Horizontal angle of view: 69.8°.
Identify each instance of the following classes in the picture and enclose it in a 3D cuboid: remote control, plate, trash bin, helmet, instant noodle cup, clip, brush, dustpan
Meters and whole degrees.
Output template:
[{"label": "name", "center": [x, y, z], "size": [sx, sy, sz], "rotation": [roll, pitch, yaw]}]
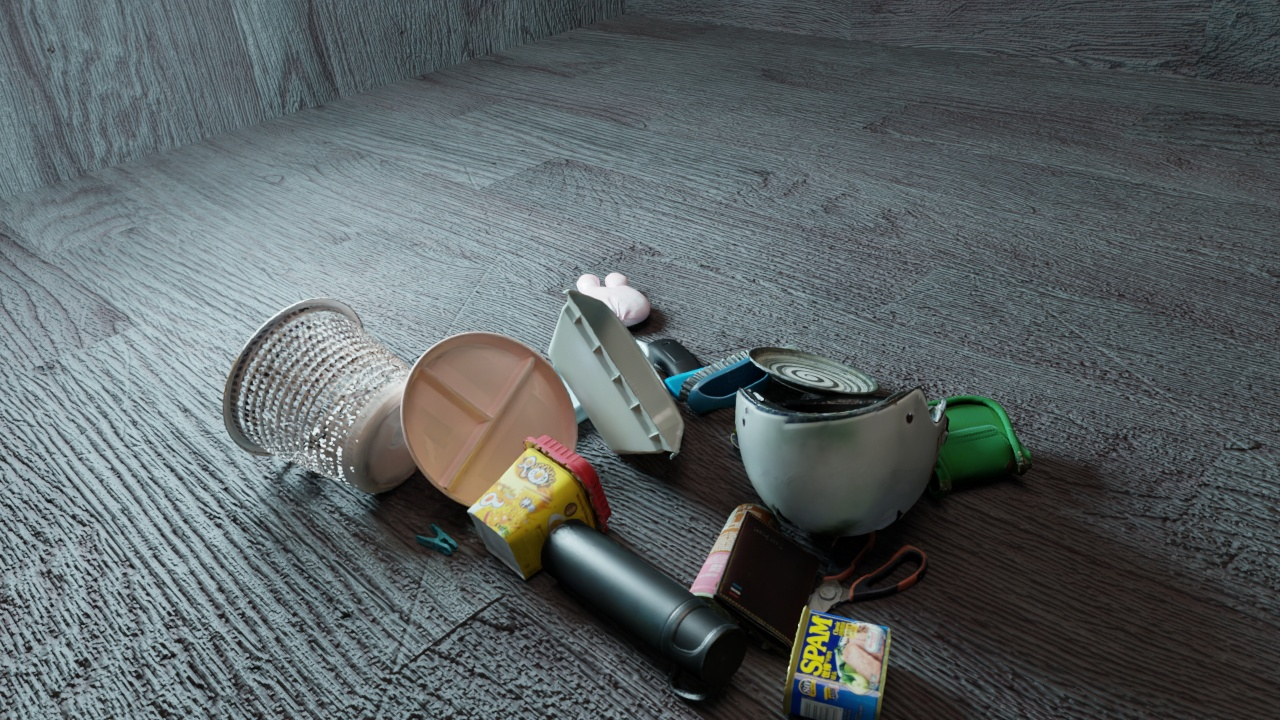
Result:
[{"label": "remote control", "center": [0.050, -0.004, 1.349], "size": [0.053, 0.024, 0.136], "rotation": [-19, 34, -19]}, {"label": "plate", "center": [0.227, 0.021, 1.213], "size": [0.179, 0.024, 0.179], "rotation": [11, 15, -3]}, {"label": "trash bin", "center": [-0.368, 0.060, 1.156], "size": [0.192, 0.228, 0.226], "rotation": [27, 42, 22]}, {"label": "helmet", "center": [0.216, 0.109, 0.998], "size": [0.230, 0.157, 0.273], "rotation": [0, -5, 17]}, {"label": "instant noodle cup", "center": [-0.115, 0.167, 1.027], "size": [0.123, 0.116, 0.116], "rotation": [-39, 45, -26]}, {"label": "clip", "center": [-0.233, 0.208, 1.060], "size": [0.055, 0.013, 0.038], "rotation": [19, 40, 33]}, {"label": "plate", "center": [-0.183, 0.075, 1.118], "size": [0.228, 0.229, 0.028], "rotation": [-35, 0, -39]}, {"label": "brush", "center": [0.126, 0.033, 1.248], "size": [0.143, 0.055, 0.073], "rotation": [-23, 34, -27]}, {"label": "dustpan", "center": [-0.007, 0.007, 1.143], "size": [0.142, 0.222, 0.258], "rotation": [-33, -1, -22]}]

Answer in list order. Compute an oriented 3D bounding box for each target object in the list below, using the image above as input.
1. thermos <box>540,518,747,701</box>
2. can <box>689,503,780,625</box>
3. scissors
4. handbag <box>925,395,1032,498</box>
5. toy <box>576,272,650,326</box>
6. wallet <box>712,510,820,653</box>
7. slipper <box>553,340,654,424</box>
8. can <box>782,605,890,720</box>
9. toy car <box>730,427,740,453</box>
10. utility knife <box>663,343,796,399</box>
[{"label": "thermos", "center": [-0.007, 0.245, 0.908], "size": [0.068, 0.090, 0.243], "rotation": [14, 7, -44]}, {"label": "can", "center": [0.098, 0.214, 0.957], "size": [0.058, 0.058, 0.146], "rotation": [10, 35, 23]}, {"label": "scissors", "center": [0.200, 0.231, 0.957], "size": [0.203, 0.015, 0.203], "rotation": [0, 33, 8]}, {"label": "handbag", "center": [0.379, 0.103, 1.085], "size": [0.131, 0.068, 0.120], "rotation": [-12, 33, -10]}, {"label": "toy", "center": [-0.049, -0.099, 1.488], "size": [0.121, 0.054, 0.159], "rotation": [-3, 32, -10]}, {"label": "wallet", "center": [0.127, 0.218, 0.917], "size": [0.096, 0.020, 0.122], "rotation": [38, 40, -3]}, {"label": "slipper", "center": [-0.086, 0.026, 1.275], "size": [0.104, 0.074, 0.244], "rotation": [22, 42, 38]}, {"label": "can", "center": [0.181, 0.282, 0.838], "size": [0.083, 0.057, 0.101], "rotation": [8, 35, 17]}, {"label": "toy car", "center": [0.158, 0.096, 1.161], "size": [0.090, 0.035, 0.042], "rotation": [-18, 33, -19]}, {"label": "utility knife", "center": [0.135, 0.011, 1.309], "size": [0.216, 0.018, 0.034], "rotation": [-17, 73, -21]}]
